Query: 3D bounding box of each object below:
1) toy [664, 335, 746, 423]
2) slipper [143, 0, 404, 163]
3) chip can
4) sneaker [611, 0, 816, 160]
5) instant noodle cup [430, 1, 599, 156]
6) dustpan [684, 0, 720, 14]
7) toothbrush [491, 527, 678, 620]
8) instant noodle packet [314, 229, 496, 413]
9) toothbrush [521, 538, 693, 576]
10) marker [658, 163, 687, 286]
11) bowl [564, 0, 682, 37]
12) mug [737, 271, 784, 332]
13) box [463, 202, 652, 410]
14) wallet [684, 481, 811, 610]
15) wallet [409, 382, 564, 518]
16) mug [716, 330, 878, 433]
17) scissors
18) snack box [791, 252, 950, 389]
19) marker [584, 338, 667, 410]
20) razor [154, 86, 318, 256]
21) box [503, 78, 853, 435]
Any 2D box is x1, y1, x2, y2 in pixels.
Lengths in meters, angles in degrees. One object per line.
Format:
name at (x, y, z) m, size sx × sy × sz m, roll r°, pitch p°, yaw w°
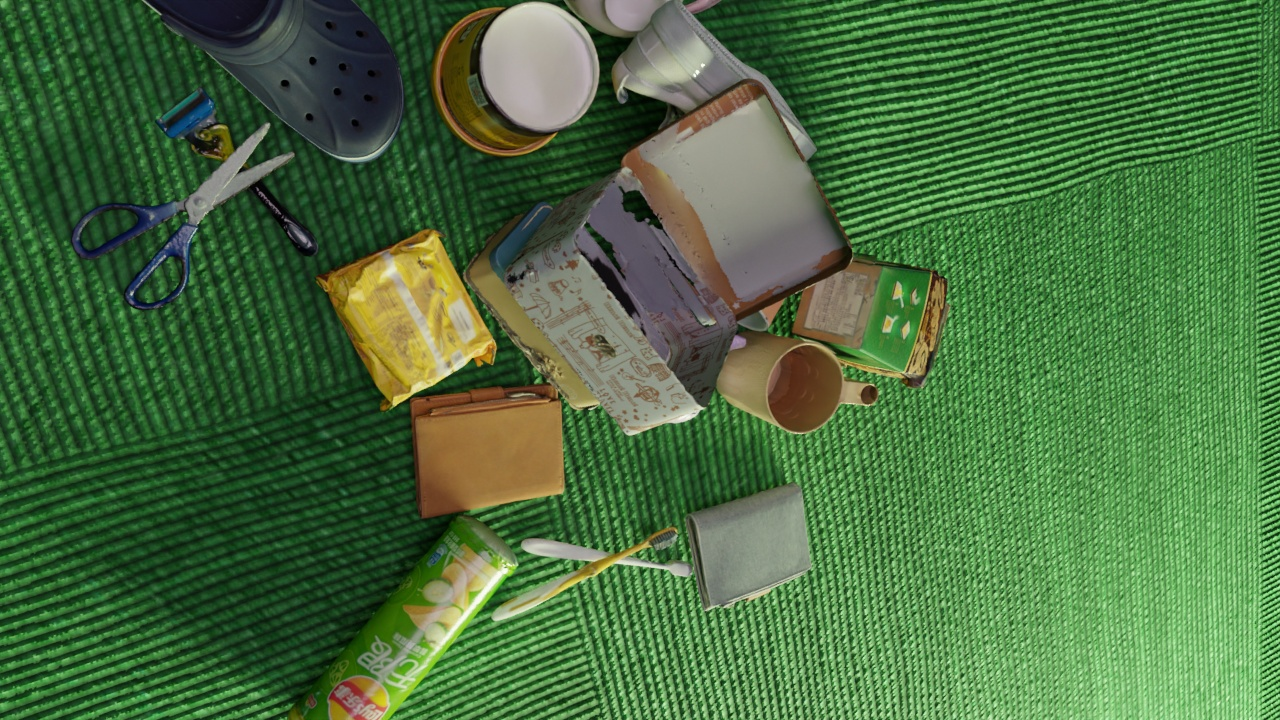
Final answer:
toy at (0.043, 0.013, 0.858) m, size 0.083 × 0.039 × 0.108 m, roll 14°, pitch 113°, yaw -22°
slipper at (-0.270, -0.250, 0.650) m, size 0.253 × 0.095 × 0.105 m, roll 40°, pitch 85°, yaw -21°
chip can at (-0.198, 0.233, 0.783) m, size 0.072 × 0.073 × 0.221 m, roll 44°, pitch 81°, yaw -24°
sneaker at (0.067, -0.212, 0.792) m, size 0.091 × 0.089 × 0.242 m, roll -38°, pitch 148°, yaw 25°
instant noodle cup at (-0.095, -0.222, 0.719) m, size 0.118 × 0.114 × 0.118 m, roll -4°, pitch 102°, yaw -23°
dustpan at (0.012, -0.449, 0.783) m, size 0.222 × 0.139 × 0.273 m, roll -1°, pitch 72°, yaw -22°
toothbrush at (-0.050, 0.201, 0.859) m, size 0.191 × 0.018 × 0.016 m, roll -23°, pitch 115°, yaw -10°
instant noodle packet at (-0.188, -0.033, 0.753) m, size 0.110 × 0.044 × 0.128 m, roll -29°, pitch 112°, yaw -18°
toothbrush at (-0.030, 0.188, 0.882) m, size 0.180 × 0.016 × 0.016 m, roll 14°, pitch 92°, yaw -23°
marker at (0.037, -0.133, 0.847) m, size 0.022 × 0.018 × 0.131 m, roll 6°, pitch 98°, yaw -39°
bowl at (-0.008, -0.303, 0.736) m, size 0.118 × 0.064 × 0.118 m, roll -7°, pitch 142°, yaw -6°
mug at (0.120, -0.098, 0.863) m, size 0.078 × 0.078 × 0.122 m, roll 42°, pitch 77°, yaw -25°
box at (-0.070, -0.048, 0.779) m, size 0.184 × 0.059 × 0.089 m, roll 51°, pitch 51°, yaw -26°
wallet at (0.110, 0.189, 0.931) m, size 0.129 × 0.037 × 0.106 m, roll -12°, pitch 98°, yaw -27°
wallet at (-0.133, 0.077, 0.805) m, size 0.131 × 0.031 × 0.108 m, roll -8°, pitch 105°, yaw -24°
mug at (0.146, 0.018, 0.877) m, size 0.124 × 0.103 × 0.084 m, roll 5°, pitch 98°, yaw -25°
scissors at (-0.329, -0.103, 0.681) m, size 0.171 × 0.012 × 0.141 m, roll -9°, pitch 109°, yaw -13°
snack box at (0.210, -0.045, 0.871) m, size 0.105 × 0.118 × 0.117 m, roll 11°, pitch 95°, yaw -45°
marker at (-0.005, 0.005, 0.856) m, size 0.123 × 0.015 × 0.018 m, roll -38°, pitch 111°, yaw -13°
razor at (-0.296, -0.136, 0.696) m, size 0.042 × 0.022 × 0.143 m, roll -38°, pitch 113°, yaw 2°
box at (0.036, -0.071, 0.712) m, size 0.227 × 0.156 × 0.180 m, roll -27°, pitch 113°, yaw 20°
